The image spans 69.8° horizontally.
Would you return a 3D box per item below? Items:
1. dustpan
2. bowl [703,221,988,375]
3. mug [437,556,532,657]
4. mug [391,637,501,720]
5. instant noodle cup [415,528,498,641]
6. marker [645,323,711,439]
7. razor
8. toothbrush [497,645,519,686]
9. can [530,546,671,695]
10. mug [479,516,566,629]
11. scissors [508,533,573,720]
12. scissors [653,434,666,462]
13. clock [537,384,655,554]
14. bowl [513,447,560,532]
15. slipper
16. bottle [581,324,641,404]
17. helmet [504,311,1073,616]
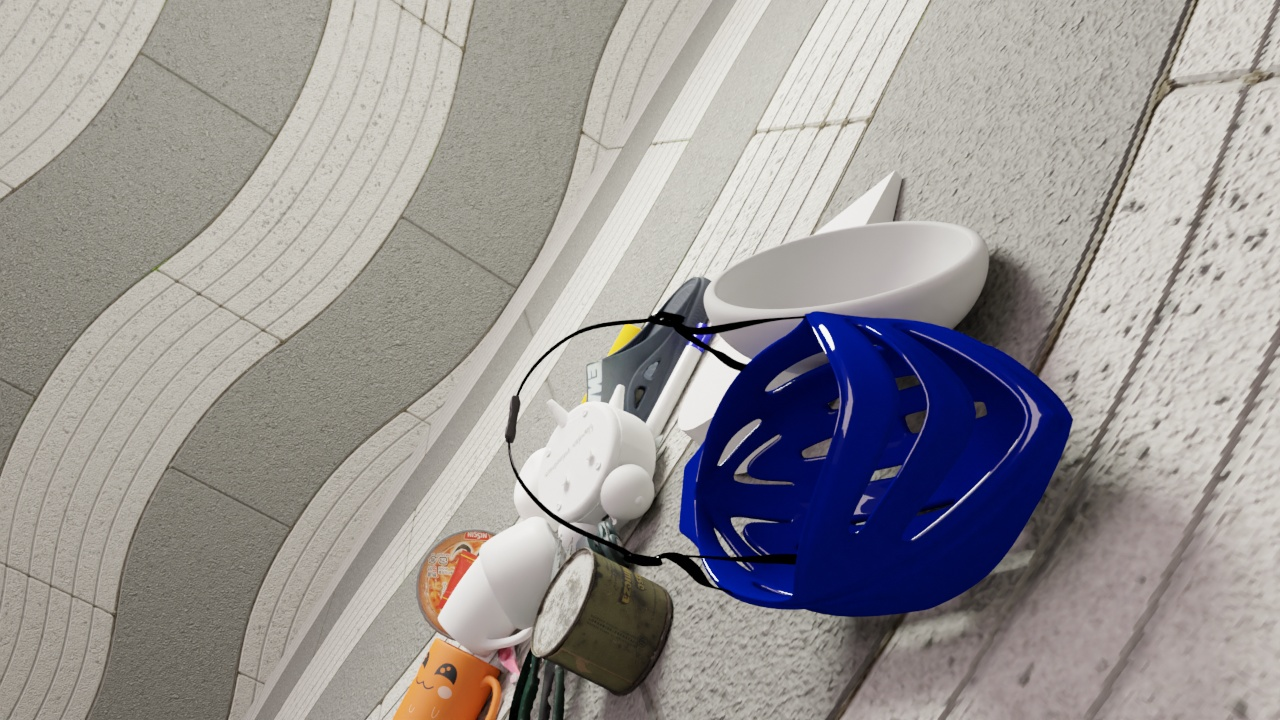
[{"bbox_3d":[0.127,-0.021,0.764,0.192,0.053,0.256,-39,12,51],"label":"dustpan"},{"bbox_3d":[0.133,-0.032,0.590,0.177,0.066,0.176,-14,19,5],"label":"bowl"},{"bbox_3d":[-0.151,0.265,0.963,0.087,0.081,0.114,-51,42,-8],"label":"mug"},{"bbox_3d":[-0.189,0.352,0.941,0.113,0.077,0.095,10,65,41],"label":"mug"},{"bbox_3d":[-0.198,0.259,1.074,0.123,0.123,0.122,-62,6,-14],"label":"instant noodle cup"},{"bbox_3d":[0.037,0.026,0.954,0.141,0.020,0.020,-62,15,-14],"label":"marker"},{"bbox_3d":[-0.055,0.211,0.826,0.143,0.052,0.047,-59,20,14],"label":"razor"},{"bbox_3d":[-0.132,0.307,0.936,0.021,0.016,0.135,-46,14,-9],"label":"toothbrush"},{"bbox_3d":[-0.030,0.202,0.710,0.090,0.074,0.089,-52,17,23],"label":"can"},{"bbox_3d":[-0.102,0.208,0.891,0.068,0.116,0.094,-28,58,-4],"label":"mug"},{"bbox_3d":[-0.088,0.254,0.813,0.138,0.015,0.209,135,144,-57],"label":"scissors"},{"bbox_3d":[-0.026,0.133,0.935,0.155,0.019,0.126,-13,52,60],"label":"scissors"},{"bbox_3d":[-0.050,0.105,0.897,0.126,0.072,0.160,-47,36,24],"label":"clock"},{"bbox_3d":[-0.116,0.149,1.104,0.115,0.050,0.114,-50,24,33],"label":"bowl"},{"bbox_3d":[-0.006,0.006,1.015,0.267,0.083,0.111,-61,17,-17],"label":"slipper"},{"bbox_3d":[-0.035,0.027,1.134,0.143,0.043,0.043,-61,15,-12],"label":"bottle"},{"bbox_3d":[0.059,0.042,0.450,0.242,0.227,0.147,-33,45,57],"label":"helmet"}]
